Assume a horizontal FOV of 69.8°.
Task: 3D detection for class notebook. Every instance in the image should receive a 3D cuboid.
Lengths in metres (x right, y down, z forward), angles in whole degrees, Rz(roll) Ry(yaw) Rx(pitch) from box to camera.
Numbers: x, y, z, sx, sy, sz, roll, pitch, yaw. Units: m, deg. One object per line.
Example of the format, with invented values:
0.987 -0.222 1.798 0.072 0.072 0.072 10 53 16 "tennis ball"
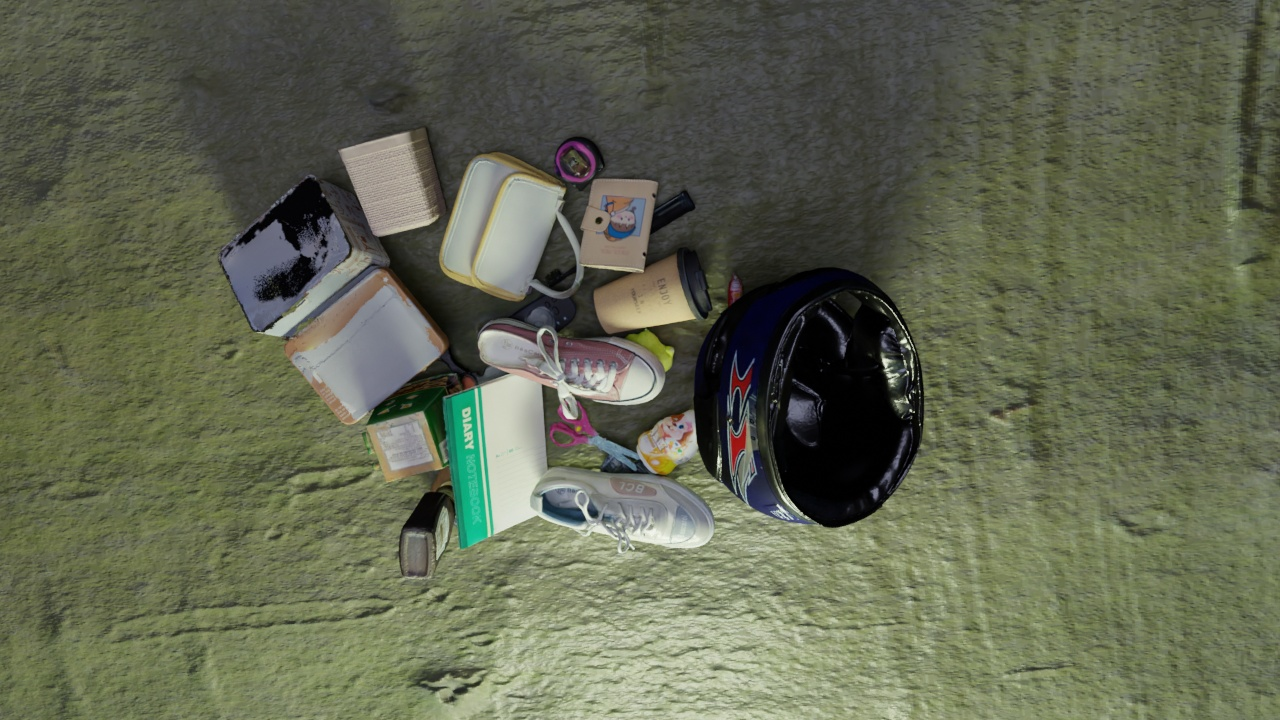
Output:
-0.182 0.124 1.185 0.012 0.150 0.209 15 116 42 "notebook"

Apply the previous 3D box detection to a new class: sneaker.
-0.026 0.192 1.175 0.242 0.090 0.089 11 103 11 "sneaker"
-0.089 0.010 1.132 0.241 0.087 0.118 15 112 -2 "sneaker"

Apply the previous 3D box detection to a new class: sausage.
0.120 -0.035 1.168 0.020 0.020 0.156 1 106 5 "sausage"

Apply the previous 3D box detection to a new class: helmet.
0.177 0.028 1.061 0.247 0.240 0.316 -18 116 -17 "helmet"

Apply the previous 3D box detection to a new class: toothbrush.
-0.029 -0.148 1.146 0.213 0.026 0.027 -29 70 14 "toothbrush"

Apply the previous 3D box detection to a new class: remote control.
-0.145 -0.042 1.183 0.136 0.024 0.053 -33 101 5 "remote control"

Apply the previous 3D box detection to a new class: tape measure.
-0.076 -0.242 1.114 0.057 0.039 0.058 -42 99 15 "tape measure"

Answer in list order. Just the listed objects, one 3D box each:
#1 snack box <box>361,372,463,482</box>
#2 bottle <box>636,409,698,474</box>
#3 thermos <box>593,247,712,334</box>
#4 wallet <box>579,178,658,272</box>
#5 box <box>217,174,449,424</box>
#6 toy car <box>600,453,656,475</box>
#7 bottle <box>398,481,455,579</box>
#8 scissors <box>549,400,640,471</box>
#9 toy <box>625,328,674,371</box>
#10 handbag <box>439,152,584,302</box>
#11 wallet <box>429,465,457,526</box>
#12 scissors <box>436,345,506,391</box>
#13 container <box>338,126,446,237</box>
-0.281 0.094 1.168 0.117 0.105 0.118 -15 103 9 "snack box"
0.049 0.099 1.191 0.108 0.063 0.063 -37 100 13 "bottle"
0.019 -0.081 1.131 0.143 0.092 0.093 -15 104 16 "thermos"
-0.029 -0.166 1.118 0.087 0.024 0.115 8 81 11 "wallet"
-0.376 -0.070 1.131 0.179 0.110 0.259 -35 75 13 "box"
0.000 0.169 1.230 0.120 0.036 0.054 42 106 1 "toy car"
-0.256 0.200 1.145 0.044 0.194 0.080 3 103 0 "bottle"
-0.062 0.113 1.216 0.137 0.017 0.073 36 103 8 "scissors"
-0.007 0.007 1.185 0.097 0.031 0.100 8 107 5 "toy"
-0.146 -0.153 1.130 0.179 0.063 0.163 24 108 2 "handbag"
-0.236 0.172 1.254 0.090 0.033 0.115 26 106 -5 "wallet"
-0.249 0.024 1.219 0.235 0.021 0.221 -33 105 10 "scissors"
-0.296 -0.217 1.117 0.090 0.090 0.111 -12 108 8 "container"
